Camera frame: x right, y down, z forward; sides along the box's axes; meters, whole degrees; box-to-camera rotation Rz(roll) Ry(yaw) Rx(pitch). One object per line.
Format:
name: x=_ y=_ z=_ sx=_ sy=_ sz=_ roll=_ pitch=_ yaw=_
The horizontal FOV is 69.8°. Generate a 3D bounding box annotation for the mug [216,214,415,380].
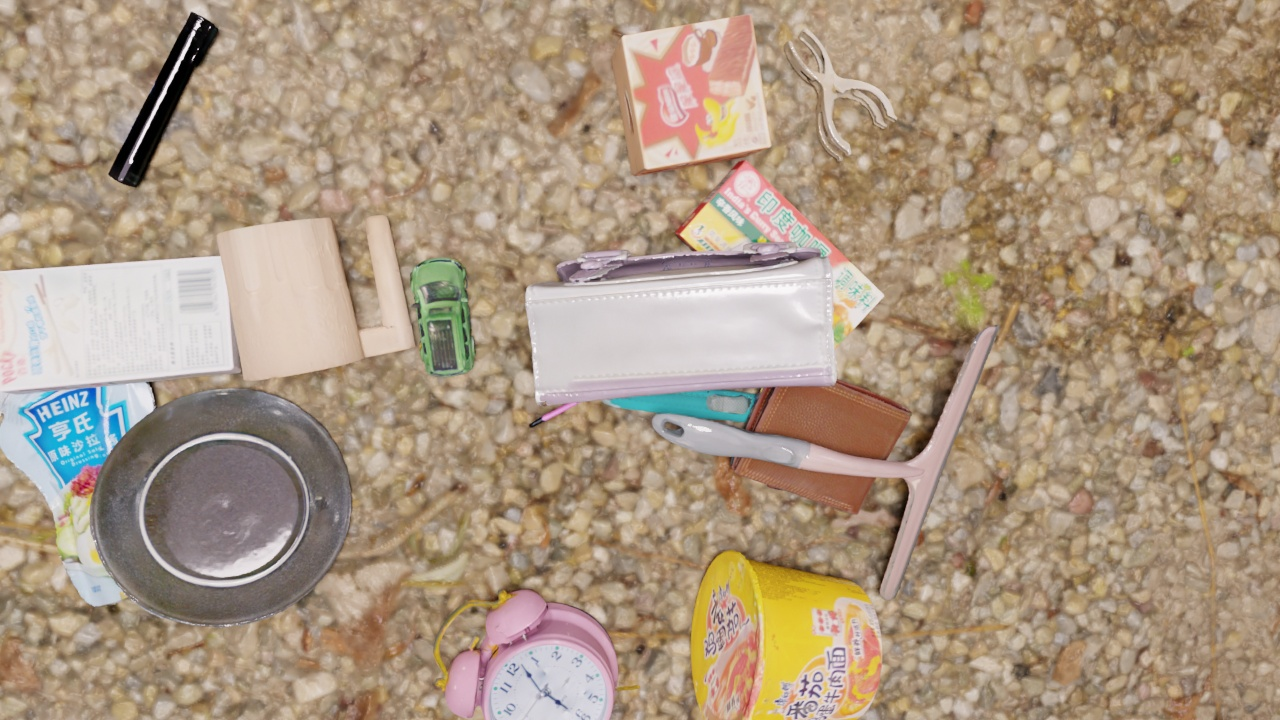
mug: x=-0.232 y=-0.048 z=0.663 sx=0.124 sy=0.084 sz=0.103 roll=-14 pitch=99 yaw=-30

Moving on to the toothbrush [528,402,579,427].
toothbrush: x=-0.004 y=0.004 z=0.716 sx=0.189 sy=0.014 sz=0.018 roll=-28 pitch=90 yaw=-9

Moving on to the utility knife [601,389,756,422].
utility knife: x=0.067 y=0.035 z=0.739 sx=0.216 sy=0.013 sz=0.029 roll=7 pitch=99 yaw=-9

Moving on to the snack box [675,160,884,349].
snack box: x=0.109 y=-0.075 z=0.721 sx=0.156 sy=0.027 sz=0.077 roll=42 pitch=92 yaw=-11

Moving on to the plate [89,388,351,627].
plate: x=-0.305 y=0.110 z=0.677 sx=0.179 sy=0.024 sz=0.179 roll=0 pitch=90 yaw=-21

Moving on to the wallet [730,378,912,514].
wallet: x=0.144 y=0.063 z=0.737 sx=0.124 sy=0.032 sz=0.101 roll=21 pitch=103 yaw=-14

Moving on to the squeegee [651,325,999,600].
squeegee: x=0.130 y=0.072 z=0.702 sx=0.249 sy=0.040 sz=0.248 roll=10 pitch=109 yaw=-11

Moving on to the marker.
marker: x=-0.340 y=-0.185 z=0.654 sx=0.022 sy=0.020 sz=0.132 roll=29 pitch=93 yaw=5

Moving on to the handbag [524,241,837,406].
handbag: x=0.031 y=-0.031 z=0.643 sx=0.197 sy=0.145 sz=0.098 roll=-3 pitch=97 yaw=5

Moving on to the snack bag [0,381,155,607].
snack bag: x=-0.397 y=0.080 z=0.678 sx=0.110 sy=0.039 sz=0.191 roll=-22 pitch=97 yaw=1

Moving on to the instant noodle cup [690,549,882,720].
instant noodle cup: x=0.113 y=0.223 z=0.717 sx=0.109 sy=0.138 sz=0.138 roll=9 pitch=97 yaw=-16

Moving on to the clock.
clock: x=-0.089 y=0.248 z=0.727 sx=0.158 sy=0.060 sz=0.117 roll=37 pitch=92 yaw=-9

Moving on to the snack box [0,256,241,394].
snack box: x=-0.372 y=-0.026 z=0.656 sx=0.156 sy=0.027 sz=0.084 roll=-6 pitch=85 yaw=-9

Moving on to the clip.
clip: x=0.160 y=-0.209 z=0.706 sx=0.092 sy=0.035 sz=0.103 roll=-14 pitch=92 yaw=-1

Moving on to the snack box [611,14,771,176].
snack box: x=0.035 y=-0.190 z=0.669 sx=0.094 sy=0.077 sz=0.093 roll=-11 pitch=100 yaw=-5

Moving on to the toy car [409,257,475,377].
toy car: x=-0.149 y=-0.032 z=0.693 sx=0.043 sy=0.036 sz=0.091 roll=-7 pitch=95 yaw=-5
